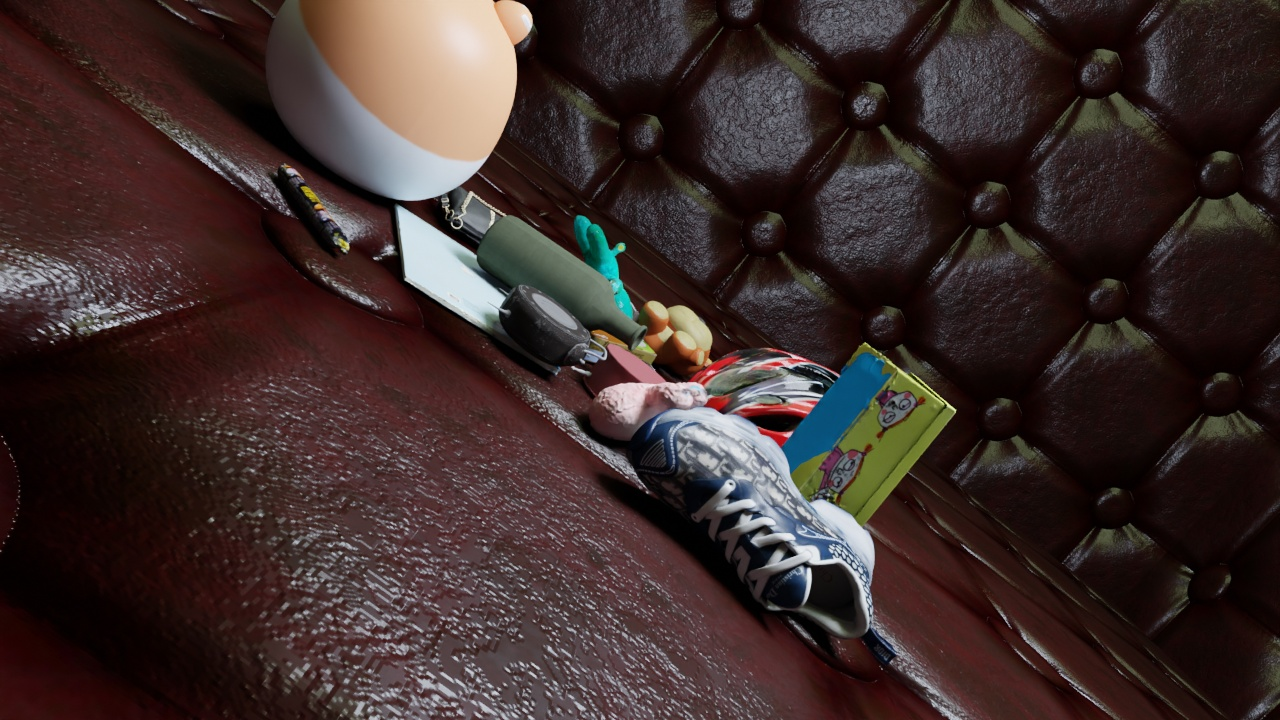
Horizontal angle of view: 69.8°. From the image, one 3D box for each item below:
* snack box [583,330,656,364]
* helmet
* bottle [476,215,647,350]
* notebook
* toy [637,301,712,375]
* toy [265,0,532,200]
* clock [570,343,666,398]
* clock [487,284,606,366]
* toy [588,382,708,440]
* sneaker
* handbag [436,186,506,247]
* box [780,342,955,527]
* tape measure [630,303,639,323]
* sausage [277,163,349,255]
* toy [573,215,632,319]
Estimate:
[{"bbox_3d":[-0.070,-0.055,1.130,0.101,0.032,0.186,15,23,-43],"label":"snack box"},{"bbox_3d":[0.173,0.076,1.125,0.271,0.167,0.217,22,4,-23],"label":"helmet"},{"bbox_3d":[-0.084,-0.081,1.023,0.207,0.071,0.071,35,10,12],"label":"bottle"},{"bbox_3d":[-0.181,-0.083,0.981,0.181,0.009,0.253,33,11,-27],"label":"notebook"},{"bbox_3d":[0.053,-0.028,1.333,0.112,0.096,0.176,48,-1,16],"label":"toy"},{"bbox_3d":[-0.264,-0.326,1.019,0.262,0.281,0.265,29,34,-39],"label":"toy"},{"bbox_3d":[-0.005,0.031,0.976,0.096,0.048,0.137,45,12,32],"label":"clock"},{"bbox_3d":[-0.092,-0.028,0.895,0.123,0.044,0.091,38,12,-9],"label":"clock"},{"bbox_3d":[0.007,0.043,0.853,0.108,0.105,0.053,7,68,-64],"label":"toy"},{"bbox_3d":[0.103,0.146,0.752,0.269,0.103,0.132,38,17,-18],"label":"sneaker"},{"bbox_3d":[-0.205,-0.167,1.178,0.128,0.054,0.079,36,21,-27],"label":"handbag"},{"bbox_3d":[0.193,0.097,0.892,0.080,0.221,0.124,37,9,-10],"label":"box"},{"bbox_3d":[-0.021,-0.068,1.358,0.059,0.038,0.058,37,-2,22],"label":"tape measure"},{"bbox_3d":[-0.292,-0.136,0.812,0.155,0.020,0.020,46,13,36],"label":"sausage"},{"bbox_3d":[-0.044,-0.105,1.245,0.130,0.072,0.193,40,-29,53],"label":"toy"}]
